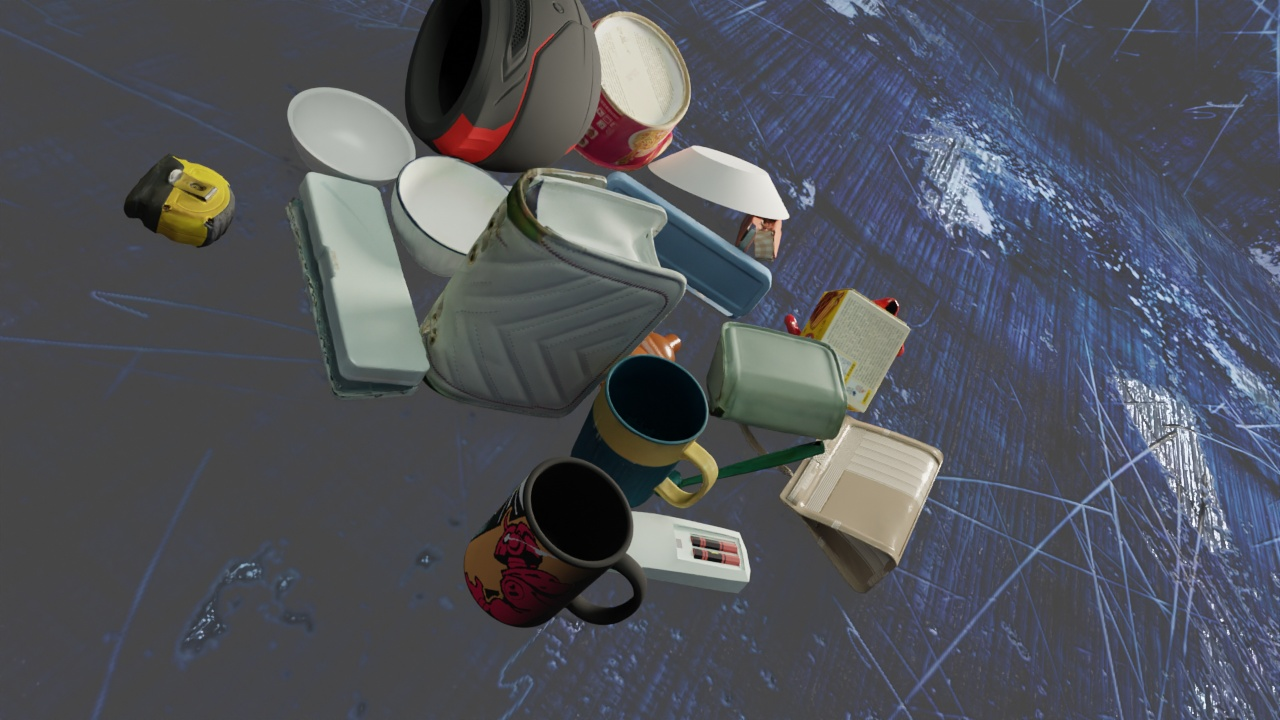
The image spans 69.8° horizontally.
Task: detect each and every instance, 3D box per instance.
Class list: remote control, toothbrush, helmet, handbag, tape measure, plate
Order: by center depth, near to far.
[{"bbox_3d":[-0.335,-0.119,0.682,0.064,0.037,0.065,29,41,-15],"label":"tape measure"},{"bbox_3d":[-0.077,-0.048,0.705,0.141,0.199,0.096,14,49,-32],"label":"handbag"},{"bbox_3d":[0.030,0.153,0.743,0.143,0.024,0.049,17,46,-28],"label":"remote control"},{"bbox_3d":[0.093,0.094,0.826,0.189,0.017,0.016,-10,47,-31],"label":"toothbrush"},{"bbox_3d":[0.126,0.025,0.878,0.122,0.067,0.106,12,32,-7],"label":"handbag"},{"bbox_3d":[0.181,0.098,0.901,0.198,0.062,0.175,38,41,8],"label":"handbag"},{"bbox_3d":[-0.122,-0.285,0.907,0.169,0.165,0.264,20,53,-41],"label":"helmet"},{"bbox_3d":[0.097,-0.214,1.063,0.174,0.036,0.173,17,21,-7],"label":"plate"}]

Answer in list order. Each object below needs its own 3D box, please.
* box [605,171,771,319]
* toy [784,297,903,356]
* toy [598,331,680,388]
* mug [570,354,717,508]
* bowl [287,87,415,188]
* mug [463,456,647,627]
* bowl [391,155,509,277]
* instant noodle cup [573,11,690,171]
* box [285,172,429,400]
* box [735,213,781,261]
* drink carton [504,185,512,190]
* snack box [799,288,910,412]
[{"bbox_3d":[0.045,-0.130,0.975,0.209,0.074,0.077,33,36,-11],"label":"box"},{"bbox_3d":[0.224,-0.029,1.054,0.133,0.094,0.088,-1,95,-13],"label":"toy"},{"bbox_3d":[-0.005,0.005,0.833,0.095,0.065,0.127,54,32,2],"label":"toy"},{"bbox_3d":[0.006,0.070,0.723,0.113,0.108,0.083,42,46,11],"label":"mug"},{"bbox_3d":[-0.257,-0.184,0.802,0.110,0.041,0.109,22,43,-23],"label":"bowl"},{"bbox_3d":[-0.050,0.137,0.634,0.118,0.098,0.081,39,40,-4],"label":"mug"},{"bbox_3d":[-0.165,-0.114,0.797,0.118,0.062,0.117,22,43,-22],"label":"bowl"},{"bbox_3d":[-0.019,-0.312,1.035,0.178,0.078,0.178,11,71,-34],"label":"instant noodle cup"},{"bbox_3d":[-0.220,-0.062,0.719,0.083,0.066,0.198,-12,60,-23],"label":"box"},{"bbox_3d":[0.130,-0.153,1.046,0.062,0.058,0.188,9,17,7],"label":"box"},{"bbox_3d":[-0.084,-0.127,0.885,0.124,0.049,0.076,-5,58,-42],"label":"drink carton"},{"bbox_3d":[0.216,-0.011,0.973,0.083,0.061,0.105,31,86,-13],"label":"snack box"}]
